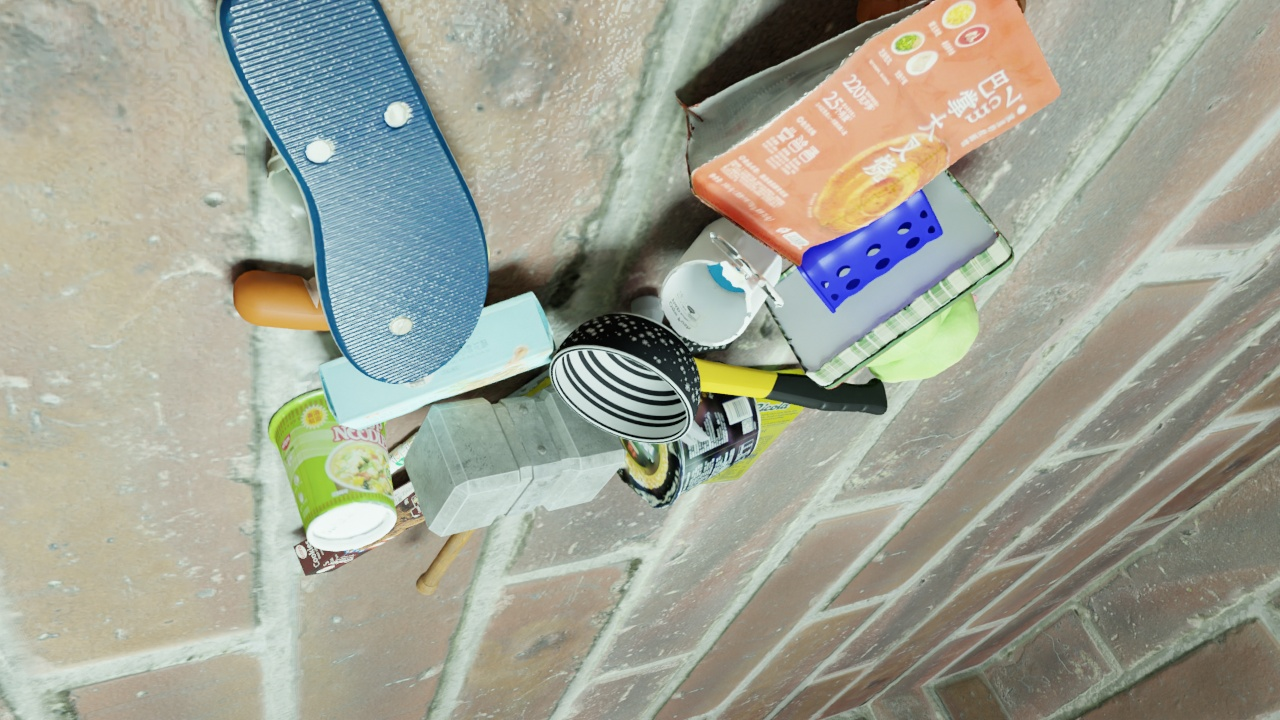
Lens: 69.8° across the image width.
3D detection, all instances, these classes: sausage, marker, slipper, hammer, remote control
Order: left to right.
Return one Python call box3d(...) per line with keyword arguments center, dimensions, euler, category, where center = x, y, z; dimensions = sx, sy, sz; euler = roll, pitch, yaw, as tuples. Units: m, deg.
box3d(center=(-0.203, -0.044, 0.657), dimensions=(0.164, 0.039, 0.044), euler=(-5, 123, -29), category="sausage")
box3d(center=(-0.170, -0.110, 0.575), dimensions=(0.118, 0.060, 0.295), euler=(-23, 135, -13), category="slipper")
box3d(center=(-0.252, 0.111, 0.865), dimensions=(0.146, 0.017, 0.017), euler=(-38, 145, 19), category="marker")
box3d(center=(-0.157, 0.149, 0.857), dimensions=(0.162, 0.083, 0.319), euler=(-8, 149, -37), category="hammer")
box3d(center=(0.033, -0.021, 0.870), dimensions=(0.146, 0.015, 0.033), euler=(-5, 142, -28), category="remote control")
box3d(center=(0.127, 0.024, 0.879), dimensions=(0.323, 0.127, 0.029), euler=(9, 158, -36), category="hammer")

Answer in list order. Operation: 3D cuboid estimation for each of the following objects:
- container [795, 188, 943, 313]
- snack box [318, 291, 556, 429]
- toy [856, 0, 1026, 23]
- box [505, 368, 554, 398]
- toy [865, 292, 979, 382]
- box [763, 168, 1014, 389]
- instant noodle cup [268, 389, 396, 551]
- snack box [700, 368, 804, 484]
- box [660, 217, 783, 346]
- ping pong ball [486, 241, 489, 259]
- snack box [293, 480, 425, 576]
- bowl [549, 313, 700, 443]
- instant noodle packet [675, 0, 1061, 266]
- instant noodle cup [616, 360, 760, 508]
box3d(center=(0.179, -0.114, 0.773), dimensions=(0.114, 0.084, 0.085), euler=(-36, 145, 14), category="container")
box3d(center=(-0.156, 0.002, 0.720), dimensions=(0.174, 0.053, 0.075), euler=(-21, 175, -9), category="snack box")
box3d(center=(0.209, -0.239, 0.645), dimensions=(0.127, 0.065, 0.095), euler=(1, 112, -17), category="toy")
box3d(center=(-0.116, 0.064, 0.872), dimensions=(0.210, 0.037, 0.064), euler=(-32, 145, 12), category="box")
box3d(center=(0.277, -0.035, 0.939), dimensions=(0.196, 0.107, 0.150), euler=(25, 122, -40), category="toy")
box3d(center=(0.217, -0.074, 0.825), dimensions=(0.206, 0.117, 0.051), euler=(-40, 143, 19), category="box")
box3d(center=(-0.248, 0.093, 0.760), dimensions=(0.098, 0.108, 0.099), euler=(-18, 146, -13), category="instant noodle cup")
box3d(center=(0.099, 0.078, 1.029), dimensions=(0.121, 0.045, 0.181), euler=(-4, 145, -32), category="snack box")
box3d(center=(0.070, -0.067, 0.704), dimensions=(0.126, 0.084, 0.155), euler=(-35, -169, 38), category="box")
box3d(center=(-0.129, -0.077, 0.660), dimensions=(0.040, 0.040, 0.040), euler=(-17, 146, -12), category="ping pong ball")
box3d(center=(-0.264, 0.163, 0.903), dimensions=(0.141, 0.031, 0.051), euler=(-29, 168, 6), category="snack box")
box3d(center=(-0.004, 0.004, 0.731), dimensions=(0.120, 0.066, 0.120), euler=(18, 146, 12), category="bowl")
box3d(center=(0.160, -0.164, 0.631), dimensions=(0.221, 0.083, 0.164), euler=(-23, 151, 31), category="instant noodle packet")
box3d(center=(0.043, 0.063, 0.896), dimensions=(0.112, 0.137, 0.138), euler=(-15, 147, -31), category="instant noodle cup")
